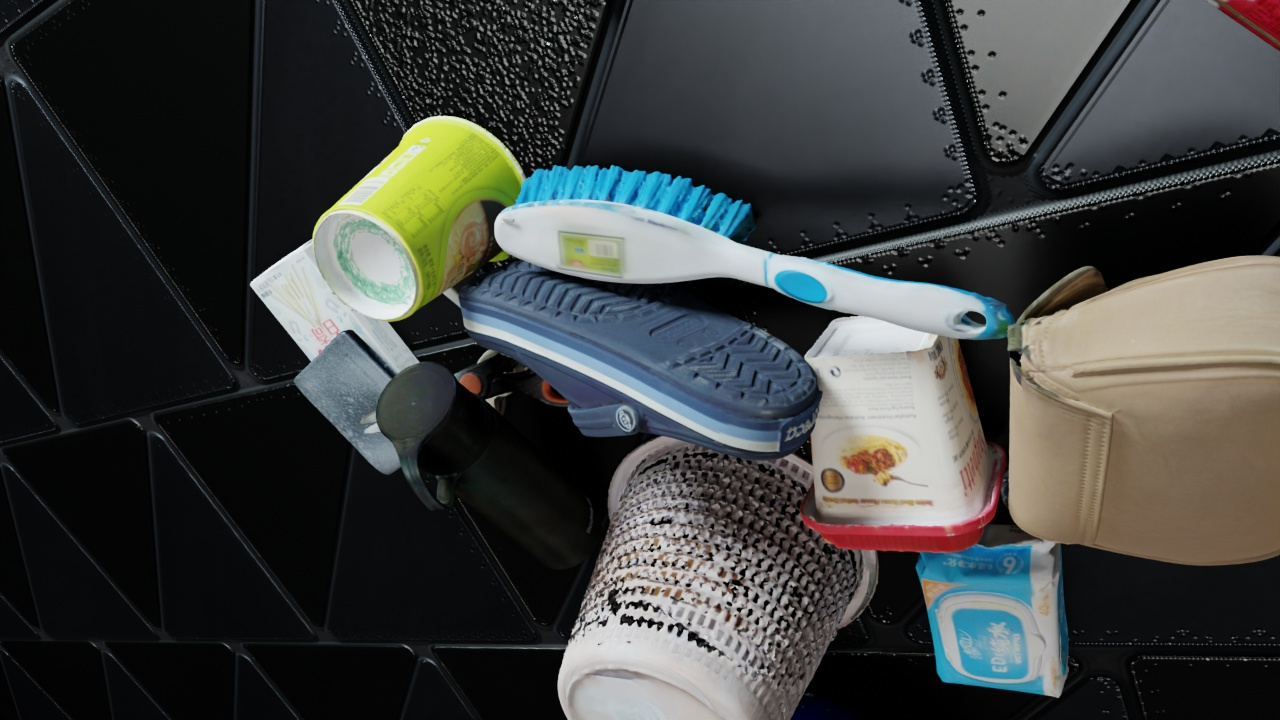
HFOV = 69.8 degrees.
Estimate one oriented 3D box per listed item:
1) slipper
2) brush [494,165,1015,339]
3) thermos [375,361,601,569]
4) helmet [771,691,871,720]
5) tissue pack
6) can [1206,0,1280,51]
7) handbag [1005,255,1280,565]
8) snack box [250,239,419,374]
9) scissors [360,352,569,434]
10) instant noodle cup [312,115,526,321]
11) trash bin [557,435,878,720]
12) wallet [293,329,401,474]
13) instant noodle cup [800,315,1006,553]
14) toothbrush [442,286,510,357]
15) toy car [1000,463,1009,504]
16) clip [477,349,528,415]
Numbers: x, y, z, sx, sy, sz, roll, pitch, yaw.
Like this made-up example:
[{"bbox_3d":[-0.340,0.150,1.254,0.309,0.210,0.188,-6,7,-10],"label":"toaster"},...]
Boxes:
[{"bbox_3d":[-0.003,0.003,0.583,0.253,0.104,0.095,23,123,30],"label":"slipper"},{"bbox_3d":[0.054,-0.064,0.540,0.315,0.109,0.061,9,120,18],"label":"brush"},{"bbox_3d":[-0.107,0.096,0.679,0.068,0.089,0.242,-5,149,21],"label":"thermos"},{"bbox_3d":[0.114,0.421,0.777,0.240,0.246,0.316,41,141,32],"label":"helmet"},{"bbox_3d":[0.247,0.173,0.643,0.090,0.063,0.140,-2,122,28],"label":"tissue pack"},{"bbox_3d":[0.296,-0.153,0.389,0.133,0.053,0.053,35,131,0],"label":"can"},{"bbox_3d":[0.267,0.029,0.471,0.148,0.099,0.205,-1,143,21],"label":"handbag"},{"bbox_3d":[-0.252,-0.022,0.777,0.085,0.026,0.157,-21,111,36],"label":"snack box"},{"bbox_3d":[-0.116,-0.001,0.684,0.235,0.021,0.139,1,97,14],"label":"scissors"},{"bbox_3d":[-0.149,-0.088,0.613,0.112,0.123,0.112,13,128,17],"label":"instant noodle cup"},{"bbox_3d":[0.044,0.194,0.678,0.228,0.191,0.228,13,128,18],"label":"trash bin"},{"bbox_3d":[-0.229,0.037,0.779,0.097,0.019,0.121,-33,105,37],"label":"wallet"},{"bbox_3d":[0.157,0.040,0.569,0.117,0.116,0.124,-5,108,29],"label":"instant noodle cup"},{"bbox_3d":[-0.154,-0.061,0.677,0.180,0.016,0.016,41,100,16],"label":"toothbrush"},{"bbox_3d":[0.283,0.085,0.582,0.106,0.031,0.049,16,128,14],"label":"toy car"},{"bbox_3d":[-0.117,0.016,0.732,0.074,0.034,0.101,36,133,-3],"label":"clip"}]
